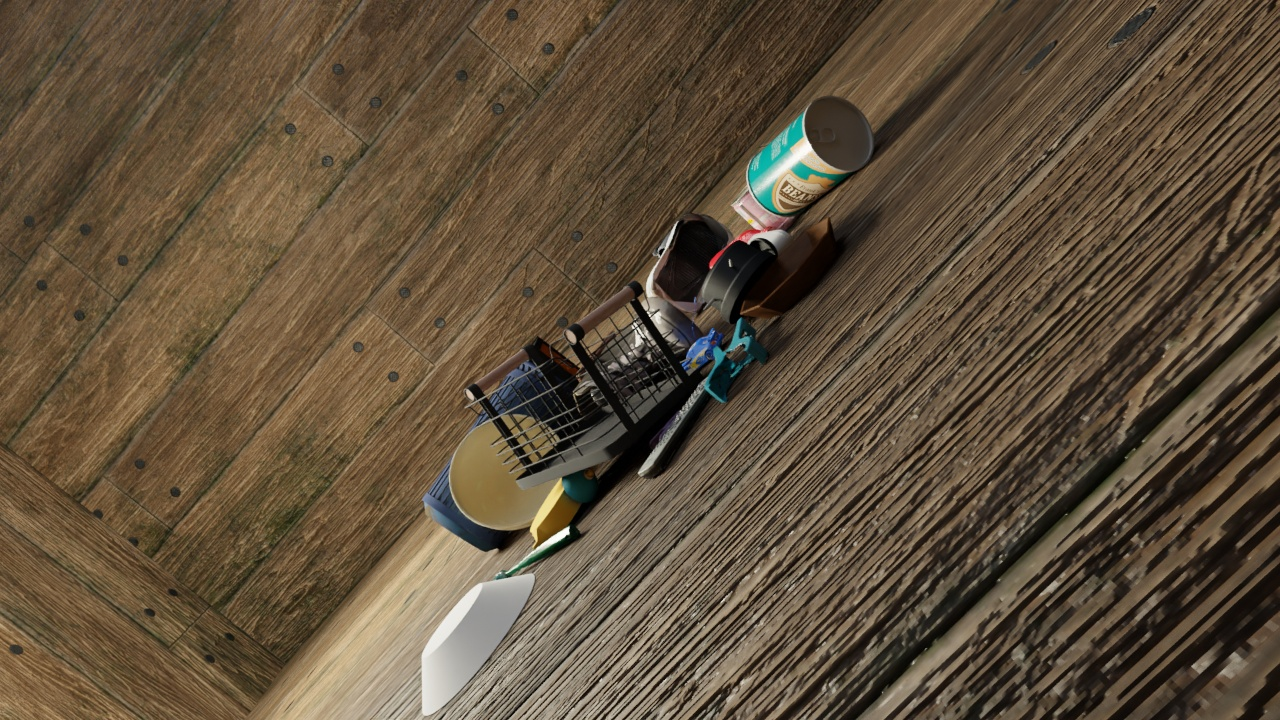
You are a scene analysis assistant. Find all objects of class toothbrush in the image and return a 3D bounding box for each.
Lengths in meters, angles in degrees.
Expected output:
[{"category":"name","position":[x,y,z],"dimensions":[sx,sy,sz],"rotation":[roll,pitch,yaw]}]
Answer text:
[{"category":"toothbrush","position":[-0.117,0.215,0.992],"dimensions":[0.190,0.016,0.017],"rotation":[-41,8,47]}]

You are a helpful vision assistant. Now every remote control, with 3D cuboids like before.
[{"category":"remote control","position":[0.039,0.061,0.885],"dimensions":[0.033,0.013,0.136],"rotation":[-40,12,52]}]

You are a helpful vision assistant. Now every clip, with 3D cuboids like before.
[{"category":"clip","position":[0.029,0.068,0.914],"dimensions":[0.050,0.013,0.029],"rotation":[-50,8,-30]},{"category":"clip","position":[0.102,-0.015,0.868],"dimensions":[0.120,0.030,0.130],"rotation":[-49,7,34]}]

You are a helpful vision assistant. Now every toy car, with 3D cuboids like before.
[{"category":"toy car","position":[0.056,-0.023,1.031],"dimensions":[0.092,0.062,0.033],"rotation":[-43,9,37]}]

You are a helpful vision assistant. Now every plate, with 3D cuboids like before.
[{"category":"plate","position":[-0.181,0.280,0.950],"dimensions":[0.174,0.036,0.174],"rotation":[-48,7,8]},{"category":"plate","position":[0.155,-0.088,0.931],"dimensions":[0.131,0.025,0.131],"rotation":[-48,7,8]}]

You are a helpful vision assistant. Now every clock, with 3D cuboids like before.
[{"category":"clock","position":[-0.082,0.151,1.027],"dimensions":[0.129,0.043,0.099],"rotation":[-56,7,0]},{"category":"clock","position":[0.113,-0.091,1.021],"dimensions":[0.120,0.042,0.091],"rotation":[-26,-33,-57]}]

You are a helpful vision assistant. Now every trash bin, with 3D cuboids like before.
[{"category":"trash bin","position":[-0.190,0.136,1.291],"dimensions":[0.249,0.139,0.139],"rotation":[-57,9,-12]},{"category":"trash bin","position":[-0.156,0.065,1.475],"dimensions":[0.140,0.139,0.172],"rotation":[-52,7,3]}]

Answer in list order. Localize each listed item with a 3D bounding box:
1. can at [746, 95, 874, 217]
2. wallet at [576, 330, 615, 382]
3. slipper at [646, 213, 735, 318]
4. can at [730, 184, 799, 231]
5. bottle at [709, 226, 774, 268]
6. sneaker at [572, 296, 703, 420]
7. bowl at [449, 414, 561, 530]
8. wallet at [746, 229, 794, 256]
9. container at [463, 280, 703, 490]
[{"category":"can","position":[0.213,-0.257,1.171],"dimensions":[0.099,0.099,0.144],"rotation":[-52,8,-25]},{"category":"wallet","position":[-0.047,0.026,1.282],"dimensions":[0.087,0.013,0.121],"rotation":[-52,-34,-23]},{"category":"slipper","position":[0.072,-0.145,1.427],"dimensions":[0.063,0.111,0.263],"rotation":[-51,8,40]},{"category":"can","position":[0.174,-0.212,1.263],"dimensions":[0.067,0.076,0.067],"rotation":[-47,7,7]},{"category":"bottle","position":[0.142,-0.150,1.263],"dimensions":[0.041,0.042,0.142],"rotation":[-52,8,-28]},{"category":"sneaker","position":[-0.006,0.006,1.141],"dimensions":[0.119,0.095,0.235],"rotation":[-55,12,-27]},{"category":"bowl","position":[-0.162,0.152,1.177],"dimensions":[0.150,0.151,0.075],"rotation":[-51,-22,-17]},{"category":"wallet","position":[0.131,-0.107,1.139],"dimensions":[0.115,0.037,0.118],"rotation":[-49,11,-4]},{"category":"container","position":[-0.069,0.029,1.008],"dimensions":[0.162,0.130,0.242],"rotation":[-39,9,-39]}]
